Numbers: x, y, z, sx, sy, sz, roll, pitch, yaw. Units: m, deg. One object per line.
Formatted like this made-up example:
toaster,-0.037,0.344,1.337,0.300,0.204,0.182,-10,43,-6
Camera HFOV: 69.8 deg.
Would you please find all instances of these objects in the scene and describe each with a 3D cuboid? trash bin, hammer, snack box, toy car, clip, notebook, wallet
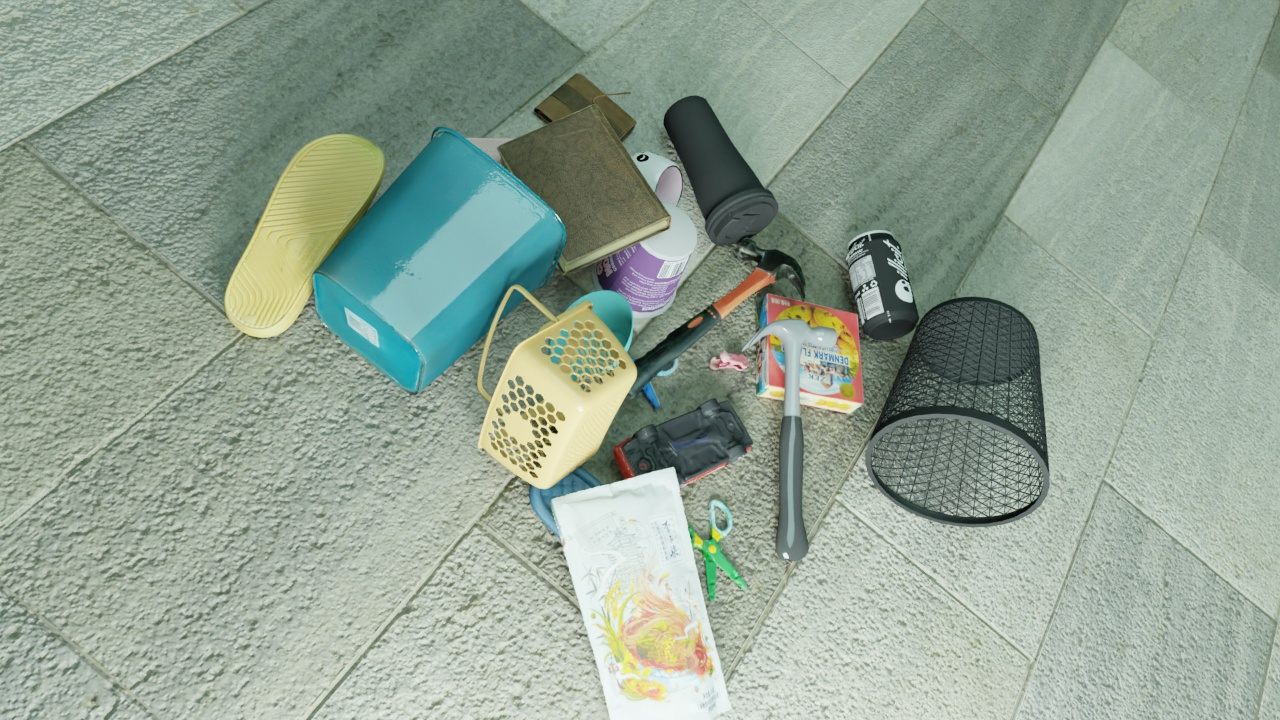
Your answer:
trash bin,0.430,0.056,1.213,0.217,0.218,0.242,30,51,-5
hammer,0.087,-0.053,1.199,0.133,0.033,0.332,32,55,33
snack box,0.230,-0.009,1.255,0.142,0.040,0.144,11,61,-15
toy car,0.056,0.107,1.118,0.188,0.056,0.081,-20,75,-36
clip,0.115,0.003,1.217,0.058,0.050,0.023,28,47,-59
hammer,0.188,0.095,1.162,0.125,0.030,0.310,8,73,-16
trash bin,-0.234,-0.101,1.036,0.196,0.200,0.218,38,64,1
notebook,-0.055,-0.226,1.136,0.190,0.034,0.215,-27,63,-8
wallet,-0.077,-0.348,1.314,0.121,0.027,0.098,40,60,0

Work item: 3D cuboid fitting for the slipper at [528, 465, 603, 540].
slipper,-0.034,0.193,1.037,0.214,0.059,0.103,37,59,1

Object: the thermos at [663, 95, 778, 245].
thermos,0.107,-0.273,1.310,0.105,0.106,0.218,-12,65,-27

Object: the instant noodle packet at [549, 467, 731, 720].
instant noodle packet,0.006,0.261,0.986,0.146,0.057,0.269,-12,83,-20

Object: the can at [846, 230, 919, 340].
can,0.349,-0.109,1.330,0.080,0.080,0.145,3,64,-20

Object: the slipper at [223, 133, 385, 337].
slipper,-0.387,-0.144,1.059,0.099,0.078,0.263,27,75,-8

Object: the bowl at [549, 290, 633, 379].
bowl,-0.049,-0.023,1.132,0.046,0.121,0.121,39,45,-49

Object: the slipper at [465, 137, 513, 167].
slipper,-0.164,-0.244,1.208,0.221,0.056,0.106,8,61,-6

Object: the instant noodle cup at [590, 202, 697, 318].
instant noodle cup,0.018,-0.139,1.187,0.136,0.122,0.122,-34,80,-32

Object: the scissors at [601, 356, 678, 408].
scissors,-0.005,0.007,1.171,0.129,0.013,0.125,-20,72,-26

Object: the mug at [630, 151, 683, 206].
mug,-0.002,-0.233,1.242,0.076,0.090,0.123,21,33,29

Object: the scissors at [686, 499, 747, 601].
scissors,0.090,0.222,1.100,0.129,0.012,0.116,46,57,6

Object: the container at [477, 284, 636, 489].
container,-0.113,0.026,1.003,0.167,0.184,0.128,43,46,15
